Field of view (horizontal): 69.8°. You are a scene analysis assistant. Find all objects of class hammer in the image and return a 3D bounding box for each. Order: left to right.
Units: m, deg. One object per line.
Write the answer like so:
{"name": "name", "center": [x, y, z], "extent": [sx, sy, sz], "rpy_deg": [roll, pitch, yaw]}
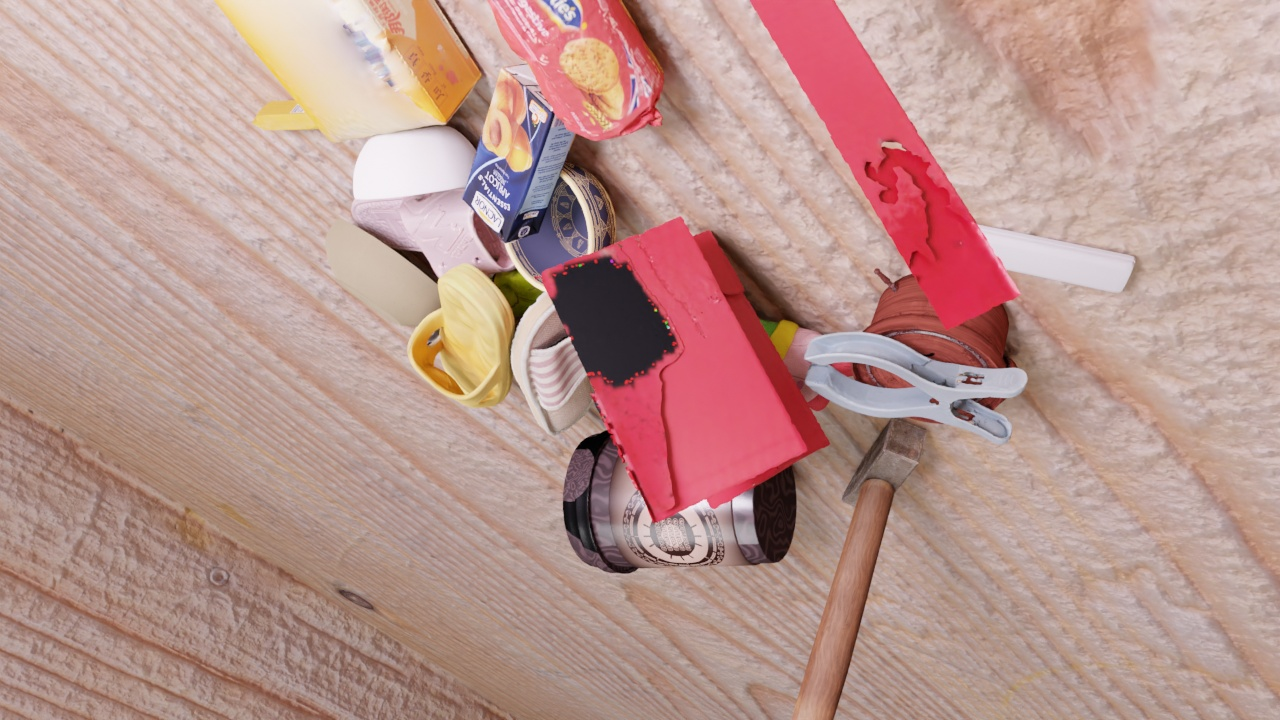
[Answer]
{"name": "hammer", "center": [0.200, 0.215, 0.880], "extent": [0.037, 0.299, 0.158], "rpy_deg": [22, 149, 7]}

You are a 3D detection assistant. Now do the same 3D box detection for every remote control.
{"name": "remote control", "center": [0.284, -0.075, 0.665], "extent": [0.131, 0.012, 0.033], "rpy_deg": [15, 147, 17]}

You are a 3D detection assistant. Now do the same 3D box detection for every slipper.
{"name": "slipper", "center": [-0.195, -0.123, 0.890], "extent": [0.240, 0.064, 0.094], "rpy_deg": [8, 145, 29]}
{"name": "slipper", "center": [-0.184, -0.005, 0.933], "extent": [0.099, 0.078, 0.264], "rpy_deg": [42, 154, 7]}
{"name": "slipper", "center": [-0.072, 0.009, 0.967], "extent": [0.052, 0.114, 0.263], "rpy_deg": [42, 158, 21]}

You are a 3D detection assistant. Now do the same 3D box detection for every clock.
{"name": "clock", "center": [0.240, -0.003, 0.746], "extent": [0.121, 0.072, 0.158], "rpy_deg": [7, 143, 28]}

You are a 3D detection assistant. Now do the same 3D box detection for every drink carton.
{"name": "drink carton", "center": [-0.095, -0.162, 0.727], "extent": [0.064, 0.040, 0.130], "rpy_deg": [46, 134, 19]}

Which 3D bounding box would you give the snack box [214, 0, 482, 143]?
{"name": "snack box", "center": [-0.238, -0.262, 0.697], "extent": [0.145, 0.080, 0.195], "rpy_deg": [1, 141, 35]}

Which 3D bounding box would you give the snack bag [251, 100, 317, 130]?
{"name": "snack bag", "center": [-0.324, -0.230, 0.860], "extent": [0.099, 0.026, 0.020], "rpy_deg": [6, 143, 28]}

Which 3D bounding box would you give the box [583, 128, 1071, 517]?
{"name": "box", "center": [0.155, -0.033, 0.829], "extent": [0.217, 0.350, 0.198], "rpy_deg": [62, 155, 13]}

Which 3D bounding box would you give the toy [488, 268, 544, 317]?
{"name": "toy", "center": [-0.131, -0.070, 0.942], "extent": [0.094, 0.036, 0.094], "rpy_deg": [-8, 160, 21]}

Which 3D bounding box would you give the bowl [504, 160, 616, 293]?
{"name": "bowl", "center": [-0.061, -0.119, 0.790], "extent": [0.112, 0.061, 0.112], "rpy_deg": [19, 120, 37]}

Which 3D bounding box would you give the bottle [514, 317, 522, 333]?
{"name": "bottle", "center": [-0.161, -0.012, 1.037], "extent": [0.059, 0.059, 0.166], "rpy_deg": [43, 153, -26]}

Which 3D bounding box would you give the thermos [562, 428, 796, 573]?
{"name": "thermos", "center": [0.049, 0.161, 1.050], "extent": [0.227, 0.172, 0.173], "rpy_deg": [-4, 139, 30]}

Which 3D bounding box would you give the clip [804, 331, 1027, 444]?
{"name": "clip", "center": [0.210, 0.029, 0.720], "extent": [0.163, 0.028, 0.112], "rpy_deg": [13, 146, 23]}

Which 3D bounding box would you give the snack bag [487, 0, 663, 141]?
{"name": "snack bag", "center": [-0.051, -0.228, 0.619], "extent": [0.082, 0.082, 0.176], "rpy_deg": [-4, 137, 39]}

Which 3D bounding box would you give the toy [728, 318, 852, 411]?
{"name": "toy", "center": [0.121, -0.007, 0.840], "extent": [0.131, 0.096, 0.124], "rpy_deg": [9, 156, -7]}

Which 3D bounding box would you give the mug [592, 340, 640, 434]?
{"name": "mug", "center": [-0.005, 0.005, 0.914], "extent": [0.085, 0.094, 0.121], "rpy_deg": [-7, 136, 41]}

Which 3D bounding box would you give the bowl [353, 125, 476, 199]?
{"name": "bowl", "center": [-0.192, -0.173, 0.789], "extent": [0.115, 0.114, 0.051], "rpy_deg": [3, 110, 32]}

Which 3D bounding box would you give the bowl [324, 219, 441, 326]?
{"name": "bowl", "center": [-0.272, -0.082, 0.969], "extent": [0.152, 0.050, 0.152], "rpy_deg": [33, 169, 7]}

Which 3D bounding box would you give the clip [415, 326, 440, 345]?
{"name": "clip", "center": [-0.239, -0.047, 1.054], "extent": [0.102, 0.056, 0.056], "rpy_deg": [-3, 107, 38]}
